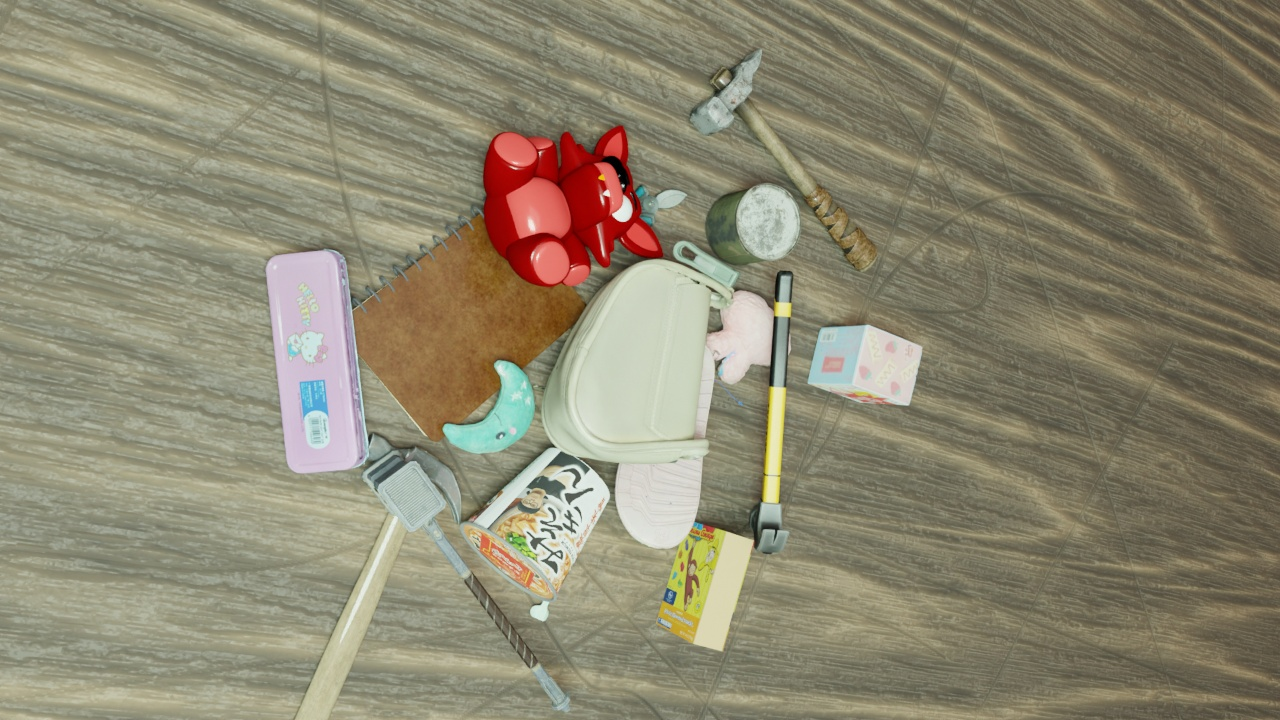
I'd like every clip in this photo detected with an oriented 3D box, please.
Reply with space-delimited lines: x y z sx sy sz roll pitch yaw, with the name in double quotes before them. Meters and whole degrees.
"clip" 0.070 -0.104 0.985 0.076 0.044 0.023 31 101 9

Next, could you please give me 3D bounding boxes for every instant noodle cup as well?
"instant noodle cup" -0.102 0.165 0.960 0.123 0.124 0.121 49 61 -17

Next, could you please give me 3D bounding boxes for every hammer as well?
"hammer" -0.279 0.245 0.916 0.119 0.031 0.330 26 78 -23
"hammer" -0.158 0.231 0.909 0.044 0.099 0.322 -38 107 -20
"hammer" 0.196 -0.234 1.142 0.319 0.049 0.121 46 69 -20
"hammer" 0.154 0.060 1.045 0.034 0.170 0.324 4 91 3

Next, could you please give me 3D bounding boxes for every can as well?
"can" 0.133 -0.160 1.093 0.089 0.075 0.090 0 91 -25

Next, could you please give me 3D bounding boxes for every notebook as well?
"notebook" -0.185 -0.049 0.966 0.225 0.024 0.167 -42 108 -20

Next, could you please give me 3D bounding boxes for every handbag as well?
"handbag" -0.006 0.006 0.987 0.184 0.132 0.228 18 71 -22

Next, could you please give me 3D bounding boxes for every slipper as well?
"slipper" 0.027 0.091 1.038 0.094 0.064 0.239 12 78 -4

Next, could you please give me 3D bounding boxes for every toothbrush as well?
"toothbrush" -0.082 0.213 1.019 0.022 0.015 0.154 29 77 -24

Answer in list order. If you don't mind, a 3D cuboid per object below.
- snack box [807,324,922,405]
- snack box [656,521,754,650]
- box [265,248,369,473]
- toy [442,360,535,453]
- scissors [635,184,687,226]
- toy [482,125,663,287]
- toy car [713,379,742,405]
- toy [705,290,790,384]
"snack box" 0.281 0.007 1.152 0.094 0.093 0.079 18 82 -25
"snack box" 0.073 0.255 1.052 0.040 0.088 0.125 22 80 -24
"box" -0.311 0.001 0.885 0.076 0.033 0.214 -5 92 4
"toy" -0.151 0.057 0.966 0.105 0.033 0.085 -51 132 -8
"scissors" -0.009 -0.167 1.055 0.136 0.019 0.138 25 78 -25
"toy" -0.067 -0.163 0.954 0.196 0.121 0.158 -19 90 -37
"toy car" 0.083 0.016 1.087 0.061 0.033 0.092 -14 96 -18
"toy" 0.124 -0.025 1.102 0.105 0.053 0.108 -41 109 -9
